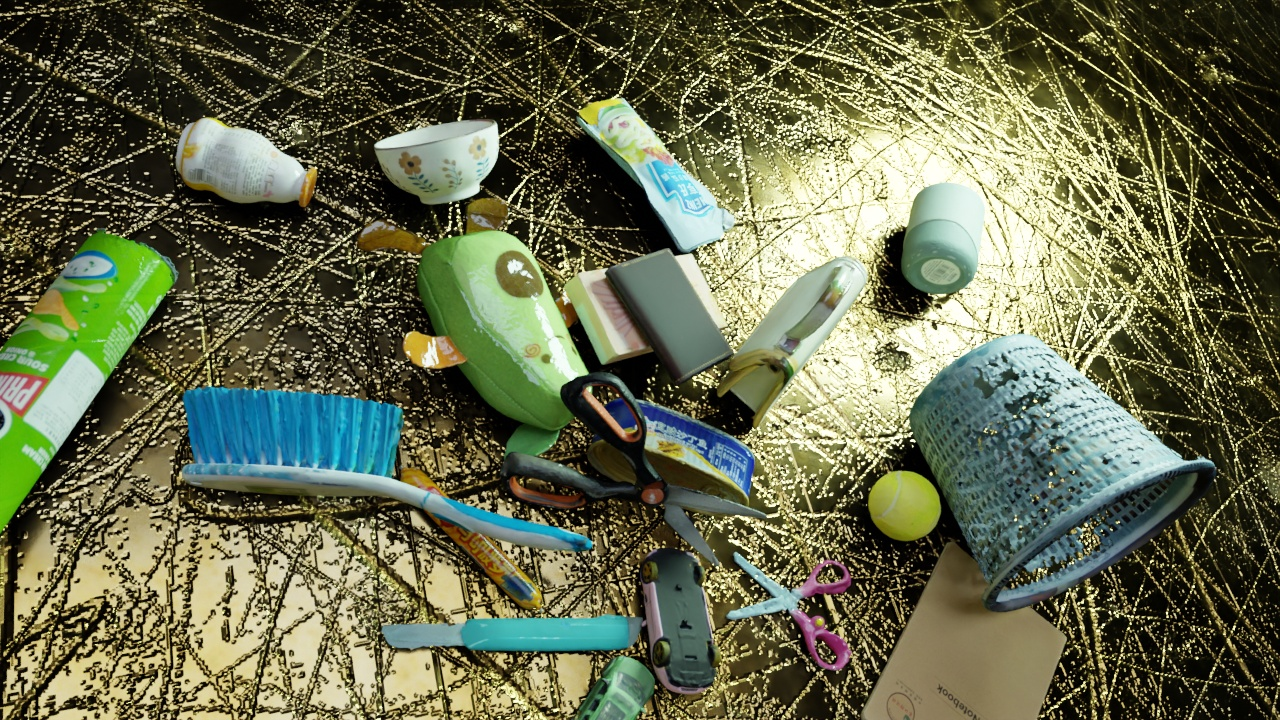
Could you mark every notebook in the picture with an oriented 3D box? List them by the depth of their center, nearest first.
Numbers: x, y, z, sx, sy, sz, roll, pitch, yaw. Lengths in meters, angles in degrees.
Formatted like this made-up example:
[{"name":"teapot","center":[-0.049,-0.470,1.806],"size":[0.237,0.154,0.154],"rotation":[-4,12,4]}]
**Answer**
[{"name":"notebook","center":[0.301,0.287,0.837],"size":[0.148,0.008,0.207],"rotation":[40,56,3]}]

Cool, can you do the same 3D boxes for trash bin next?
[{"name":"trash bin","center":[0.366,0.092,0.859],"size":[0.226,0.227,0.195],"rotation":[-9,51,-25]}]

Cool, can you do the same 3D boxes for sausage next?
[{"name":"sausage","center":[-0.136,0.143,0.734],"size":[0.165,0.022,0.021],"rotation":[43,56,5]}]

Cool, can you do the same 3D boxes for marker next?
[{"name":"marker","center":[-0.005,0.005,0.861],"size":[0.020,0.022,0.131],"rotation":[-5,59,16]}]

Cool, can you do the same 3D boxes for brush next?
[{"name":"brush","center":[-0.192,0.086,0.706],"size":[0.314,0.061,0.109],"rotation":[4,68,-8]}]

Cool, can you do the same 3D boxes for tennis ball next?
[{"name":"tennis ball","center":[0.248,0.136,0.862],"size":[0.065,0.066,0.065],"rotation":[9,60,-17]}]

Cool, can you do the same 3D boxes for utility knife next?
[{"name":"utility knife","center":[-0.095,0.213,0.717],"size":[0.209,0.013,0.029],"rotation":[7,62,-21]}]

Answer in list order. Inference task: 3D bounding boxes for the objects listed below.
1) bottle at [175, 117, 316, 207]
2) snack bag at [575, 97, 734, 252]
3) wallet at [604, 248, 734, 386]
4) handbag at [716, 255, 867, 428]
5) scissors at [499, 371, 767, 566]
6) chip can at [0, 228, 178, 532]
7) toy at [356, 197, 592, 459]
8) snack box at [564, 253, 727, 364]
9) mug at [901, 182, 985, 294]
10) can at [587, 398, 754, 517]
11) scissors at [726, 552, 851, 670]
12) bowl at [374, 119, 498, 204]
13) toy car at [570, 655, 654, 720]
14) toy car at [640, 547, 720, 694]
[{"name":"bottle","center":[-0.340,-0.167,0.796],"size":[0.108,0.063,0.063],"rotation":[17,58,-12]},{"name":"snack bag","center":[0.018,-0.195,0.961],"size":[0.191,0.039,0.110],"rotation":[50,30,11]},{"name":"wallet","center":[0.030,-0.043,0.845],"size":[0.096,0.020,0.122],"rotation":[-26,82,-50]},{"name":"handbag","center":[0.150,-0.037,0.851],"size":[0.063,0.179,0.163],"rotation":[38,57,7]},{"name":"scissors","center":[-0.006,0.095,0.752],"size":[0.221,0.222,0.021],"rotation":[-1,33,4]},{"name":"chip can","center":[-0.428,0.012,0.661],"size":[0.072,0.072,0.235],"rotation":[23,56,-9]},{"name":"toy","center":[-0.123,-0.040,0.795],"size":[0.226,0.090,0.246],"rotation":[-24,76,-47]},{"name":"snack box","center":[0.008,-0.051,0.866],"size":[0.156,0.026,0.084],"rotation":[-16,76,-43]},{"name":"mug","center":[0.349,-0.126,1.043],"size":[0.112,0.082,0.106],"rotation":[45,49,-33]},{"name":"can","center":[0.029,0.086,0.800],"size":[0.148,0.075,0.049],"rotation":[23,54,-9]},{"name":"scissors","center":[0.138,0.209,0.812],"size":[0.133,0.017,0.128],"rotation":[40,58,7]},{"name":"bowl","center":[-0.184,-0.182,0.855],"size":[0.113,0.113,0.062],"rotation":[-23,115,-30]},{"name":"toy car","center":[-0.022,0.269,0.704],"size":[0.043,0.036,0.091],"rotation":[37,52,2]},{"name":"toy car","center":[0.030,0.213,0.754],"size":[0.056,0.037,0.122],"rotation":[12,47,-24]}]
